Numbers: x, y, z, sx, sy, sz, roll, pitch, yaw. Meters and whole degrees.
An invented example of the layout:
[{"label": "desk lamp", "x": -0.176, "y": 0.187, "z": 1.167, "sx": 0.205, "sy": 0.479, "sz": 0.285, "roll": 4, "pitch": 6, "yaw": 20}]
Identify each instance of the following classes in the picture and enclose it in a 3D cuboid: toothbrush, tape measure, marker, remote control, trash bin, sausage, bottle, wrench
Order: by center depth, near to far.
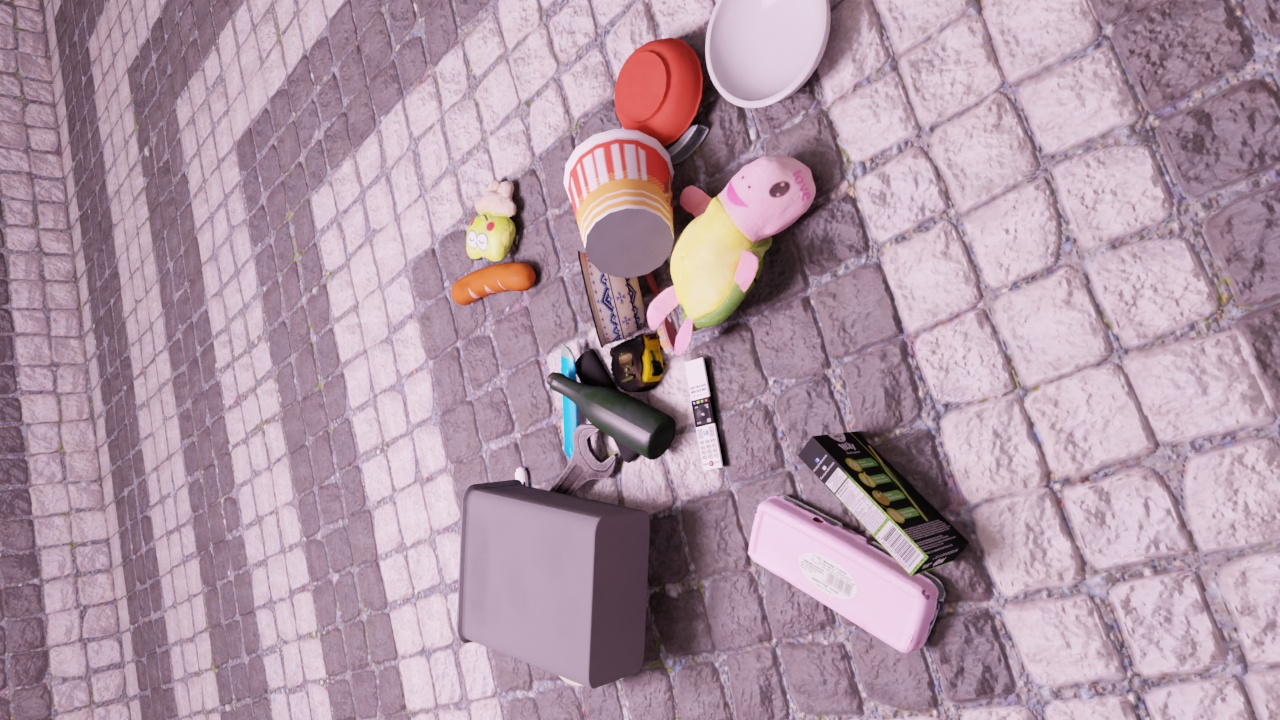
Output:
[{"label": "remote control", "x": 0.072, "y": 0.059, "z": 1.023, "sx": 0.028, "sy": 0.011, "sz": 0.124, "roll": -17, "pitch": 79, "yaw": 42}, {"label": "trash bin", "x": -0.104, "y": 0.249, "z": 1.054, "sx": 0.220, "sy": 0.097, "sz": 0.192, "roll": 4, "pitch": 92, "yaw": 41}, {"label": "toothbrush", "x": 0.011, "y": -0.095, "z": 1.079, "sx": 0.016, "sy": 0.015, "sz": 0.184, "roll": -32, "pitch": 68, "yaw": 43}, {"label": "tape measure", "x": -0.006, "y": 0.006, "z": 1.079, "sx": 0.067, "sy": 0.038, "sz": 0.062, "roll": -20, "pitch": 78, "yaw": 41}, {"label": "bottle", "x": -0.042, "y": 0.056, "z": 1.082, "sx": 0.174, "sy": 0.055, "sz": 0.055, "roll": 27, "pitch": 109, "yaw": 29}, {"label": "remote control", "x": -0.040, "y": 0.054, "z": 1.125, "sx": 0.041, "sy": 0.020, "sz": 0.152, "roll": -48, "pitch": 61, "yaw": 34}, {"label": "wrench", "x": -0.115, "y": 0.187, "z": 1.173, "sx": 0.070, "sy": 0.010, "sz": 0.274, "roll": 44, "pitch": 117, "yaw": 13}, {"label": "marker", "x": -0.154, "y": 0.210, "z": 1.236, "sx": 0.017, "sy": 0.020, "sz": 0.133, "roll": -19, "pitch": 75, "yaw": 57}, {"label": "sausage", "x": -0.204, "y": -0.108, "z": 1.266, "sx": 0.165, "sy": 0.039, "sz": 0.044, "roll": -8, "pitch": 91, "yaw": 43}]

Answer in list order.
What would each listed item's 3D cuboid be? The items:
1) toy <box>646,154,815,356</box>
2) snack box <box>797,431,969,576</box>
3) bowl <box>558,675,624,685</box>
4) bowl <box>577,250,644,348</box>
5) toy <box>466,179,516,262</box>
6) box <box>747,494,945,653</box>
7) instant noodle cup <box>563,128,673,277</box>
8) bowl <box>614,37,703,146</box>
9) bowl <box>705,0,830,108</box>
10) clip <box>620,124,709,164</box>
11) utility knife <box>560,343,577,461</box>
[{"label": "toy", "x": 0.086, "y": -0.113, "z": 0.957, "sx": 0.239, "sy": 0.087, "sz": 0.190, "roll": -56, "pitch": 32, "yaw": 21}, {"label": "snack box", "x": 0.220, "y": 0.126, "z": 0.836, "sx": 0.147, "sy": 0.080, "sz": 0.025, "roll": 49, "pitch": 121, "yaw": 32}, {"label": "bowl", "x": -0.062, "y": 0.295, "z": 1.121, "sx": 0.219, "sy": 0.060, "sz": 0.189, "roll": 32, "pitch": 111, "yaw": 38}, {"label": "bowl", "x": -0.030, "y": -0.077, "z": 1.062, "sx": 0.059, "sy": 0.115, "sz": 0.115, "roll": -14, "pitch": 78, "yaw": 0}, {"label": "toy", "x": -0.203, "y": -0.192, "z": 1.261, "sx": 0.092, "sy": 0.046, "sz": 0.115, "roll": 14, "pitch": 92, "yaw": 46}, {"label": "box", "x": 0.195, "y": 0.205, "z": 0.894, "sx": 0.202, "sy": 0.044, "sz": 0.086, "roll": 26, "pitch": 113, "yaw": 40}, {"label": "instant noodle cup", "x": -0.018, "y": -0.165, "z": 1.001, "sx": 0.124, "sy": 0.123, "sz": 0.121, "roll": -46, "pitch": 35, "yaw": 33}, {"label": "bowl", "x": 0.012, "y": -0.302, "z": 1.025, "sx": 0.122, "sy": 0.035, "sz": 0.122, "roll": 0, "pitch": 90, "yaw": 43}, {"label": "bowl", "x": 0.137, "y": -0.330, "z": 0.937, "sx": 0.150, "sy": 0.043, "sz": 0.149, "roll": 1, "pitch": 91, "yaw": 44}, {"label": "clip", "x": 0.001, "y": -0.289, "z": 1.079, "sx": 0.172, "sy": 0.029, "sz": 0.143, "roll": -17, "pitch": 77, "yaw": 41}, {"label": "utility knife", "x": -0.089, "y": 0.057, "z": 1.160, "sx": 0.031, "sy": 0.015, "sz": 0.158, "roll": 21, "pitch": 116, "yaw": 48}]
